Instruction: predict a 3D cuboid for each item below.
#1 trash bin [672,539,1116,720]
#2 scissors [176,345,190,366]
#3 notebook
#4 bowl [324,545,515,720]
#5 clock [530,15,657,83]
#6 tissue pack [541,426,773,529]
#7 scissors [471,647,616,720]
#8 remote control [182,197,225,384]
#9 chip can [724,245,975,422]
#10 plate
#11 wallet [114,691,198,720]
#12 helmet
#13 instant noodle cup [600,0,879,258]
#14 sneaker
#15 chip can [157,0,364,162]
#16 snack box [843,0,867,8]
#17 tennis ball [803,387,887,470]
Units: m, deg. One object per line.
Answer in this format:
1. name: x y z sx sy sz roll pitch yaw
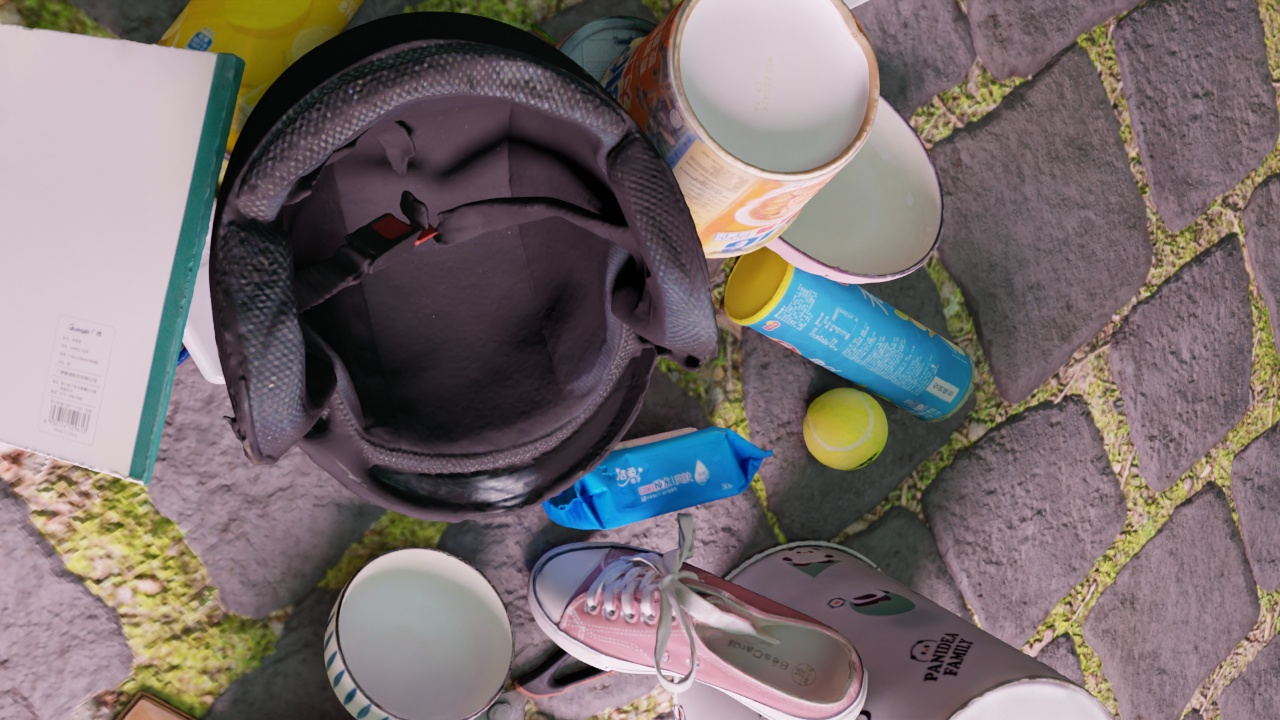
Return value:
1. trash bin: 0.174 0.267 0.643 0.229 0.252 0.229 -1 92 -20
2. scissors: -0.325 0.009 0.505 0.144 0.012 0.170 22 89 -27
3. notebook: -0.280 -0.057 0.454 0.150 0.012 0.209 12 89 17
4. bowl: -0.146 0.184 0.580 0.116 0.116 0.066 18 133 -28
5. clock: -0.019 -0.142 0.607 0.117 0.060 0.158 -8 100 -26
6. tissue pack: 0.005 0.079 0.635 0.157 0.095 0.052 -10 86 -26
7. scissors: -0.081 0.250 0.664 0.223 0.015 0.189 -29 110 -19
8. remote control: -0.252 -0.055 0.519 0.055 0.020 0.136 -40 115 -39
9. chip can: 0.166 -0.021 0.713 0.210 0.071 0.071 25 86 -28
10. plate: 0.128 -0.133 0.657 0.192 0.039 0.192 11 60 -20
11. wallet: -0.290 0.272 0.561 0.115 0.020 0.101 42 77 -23
12. helmet: -0.098 -0.047 0.491 0.233 0.230 0.275 -12 132 -13
13. instant noodle cup: 0.056 -0.144 0.526 0.151 0.112 0.151 2 83 -16
14. sneaker: 0.024 0.157 0.580 0.118 0.241 0.088 -55 142 -32
15. chip can: -0.188 -0.212 0.505 0.072 0.072 0.213 37 82 -26
16. snack box: 0.131 -0.296 0.676 0.156 0.027 0.085 -31 111 -20
17. tennis ball: 0.162 0.054 0.725 0.065 0.065 0.065 -4 100 -26
